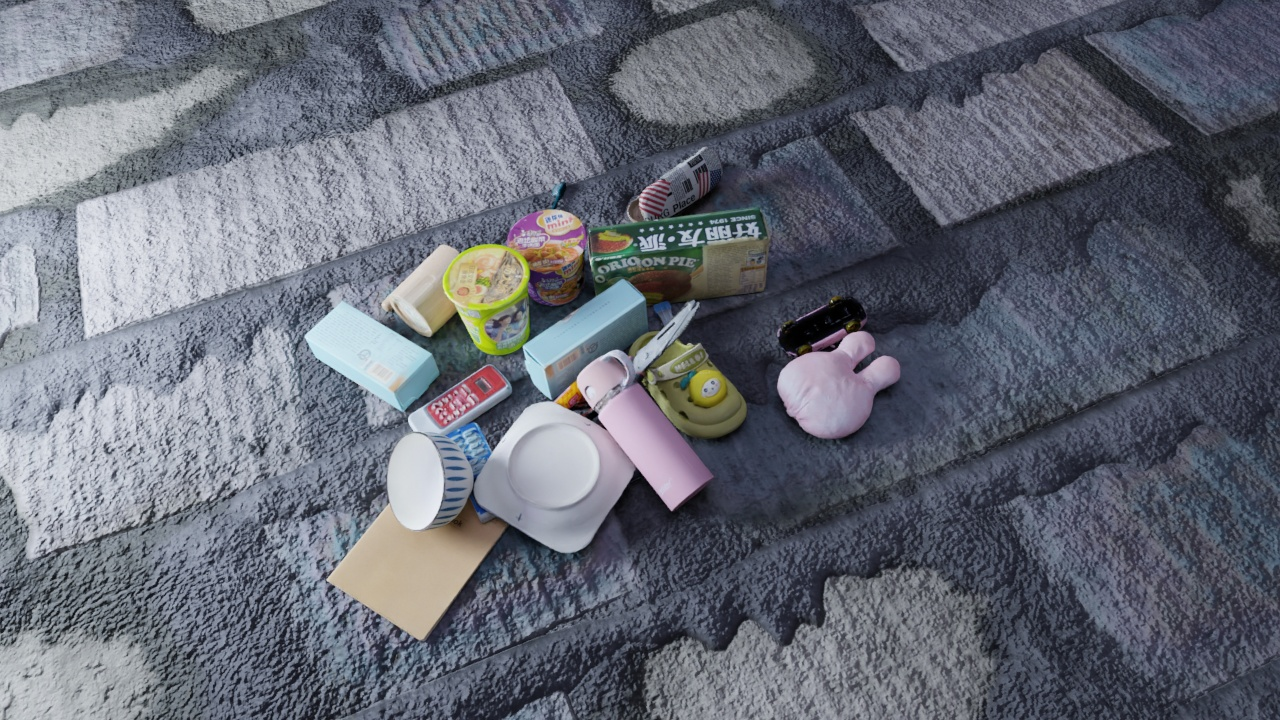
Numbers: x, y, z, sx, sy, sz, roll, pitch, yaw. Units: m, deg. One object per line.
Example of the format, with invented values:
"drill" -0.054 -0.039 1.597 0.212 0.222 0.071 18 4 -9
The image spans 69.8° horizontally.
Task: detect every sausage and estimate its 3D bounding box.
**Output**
"sausage" -0.124 0.080 1.157 0.165 0.021 0.021 -44 62 -11

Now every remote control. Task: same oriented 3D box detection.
"remote control" -0.197 0.136 1.124 0.049 0.024 0.125 -25 61 -12
"remote control" -0.235 0.057 1.197 0.135 0.020 0.056 -34 60 -19

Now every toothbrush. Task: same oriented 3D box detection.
"toothbrush" -0.148 -0.201 1.377 0.018 0.016 0.191 6 54 20

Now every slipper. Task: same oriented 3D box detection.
"slipper" 0.053 0.019 1.168 0.091 0.082 0.190 -35 57 -16

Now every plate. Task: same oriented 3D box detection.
"plate" -0.102 0.131 1.093 0.164 0.034 0.163 27 63 13

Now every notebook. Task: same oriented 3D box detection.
"notebook" -0.252 0.212 1.096 0.148 0.008 0.207 25 60 20

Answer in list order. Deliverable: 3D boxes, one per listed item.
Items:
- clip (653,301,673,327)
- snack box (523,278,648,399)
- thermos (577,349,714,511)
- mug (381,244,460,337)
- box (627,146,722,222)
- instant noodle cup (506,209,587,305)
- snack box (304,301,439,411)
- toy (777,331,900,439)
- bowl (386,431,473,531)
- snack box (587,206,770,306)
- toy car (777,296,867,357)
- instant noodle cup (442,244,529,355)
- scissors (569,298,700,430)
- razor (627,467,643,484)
"clip" 0.037 -0.053 1.258 0.026 0.038 0.058 -15 54 -9
"snack box" -0.069 -0.028 1.212 0.174 0.074 0.051 -35 60 -19
"thermos" 0.007 0.077 1.092 0.067 0.087 0.198 -25 73 -46
"mug" -0.297 -0.099 1.284 0.125 0.084 0.103 15 55 44
"box" 0.057 -0.259 1.359 0.162 0.087 0.076 -37 75 -24
"instant noodle cup" -0.125 -0.137 1.278 0.111 0.099 0.111 -1 55 2
"snack box" -0.360 -0.007 1.232 0.175 0.052 0.074 29 60 21
"toy" 0.251 0.030 1.159 0.159 0.054 0.121 -32 66 -17
"bowl" -0.241 0.141 1.085 0.066 0.117 0.116 5 39 -48
"snack box" 0.052 -0.136 1.255 0.240 0.115 0.063 -8 55 0
"toy car" 0.242 -0.042 1.224 0.122 0.037 0.056 -27 53 1
"instant noodle cup" -0.195 -0.072 1.223 0.112 0.124 0.111 -1 54 2
"scissors" -0.011 -0.002 1.169 0.186 0.015 0.208 3 69 35
"razor" -0.051 0.162 1.107 0.142 0.022 0.042 -28 66 -15
